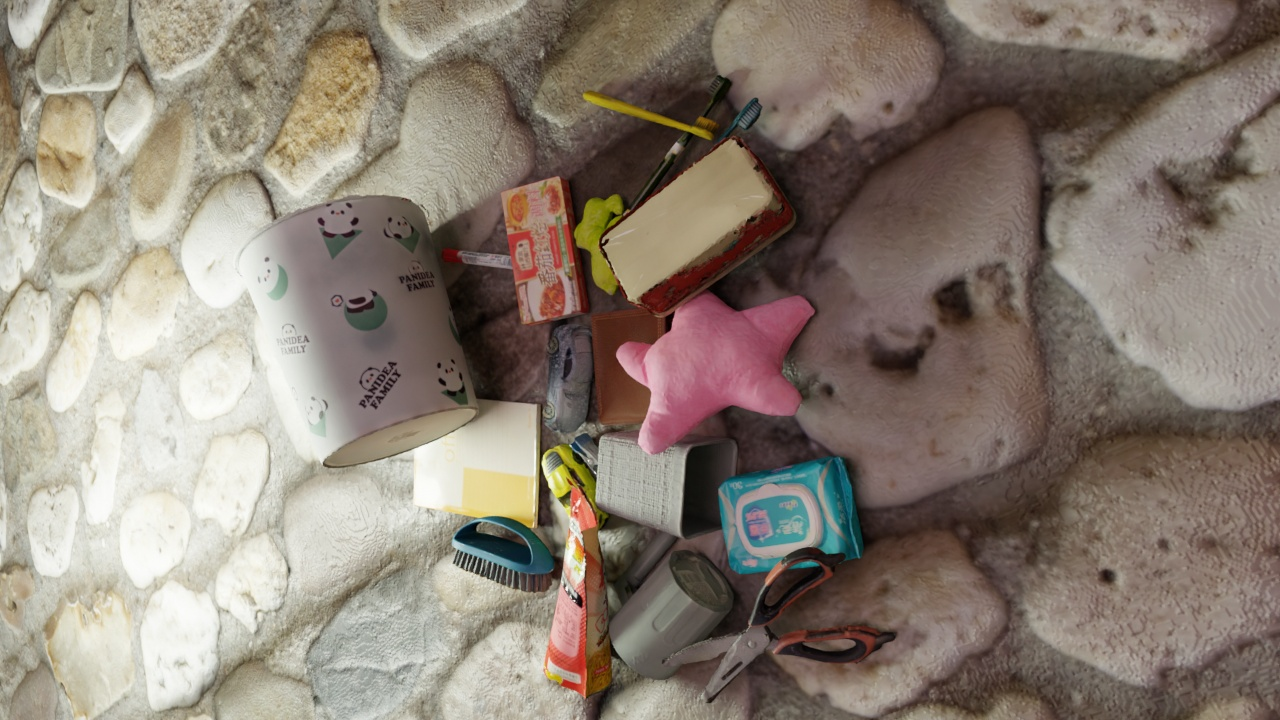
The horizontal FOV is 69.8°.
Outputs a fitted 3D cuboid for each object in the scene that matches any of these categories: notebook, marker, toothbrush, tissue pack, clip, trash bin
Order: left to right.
[{"bbox_3d":[-0.315,-0.025,1.056,0.230,0.229,0.251,-28,78,32],"label":"trash bin"},{"bbox_3d":[-0.201,0.117,1.109,0.207,0.010,0.146,3,93,35],"label":"notebook"},{"bbox_3d":[-0.179,-0.118,1.082,0.145,0.017,0.017,10,97,34],"label":"marker"},{"bbox_3d":[-0.051,0.104,0.995,0.058,0.025,0.036,50,124,17],"label":"clip"},{"bbox_3d":[0.007,-0.253,0.930,0.190,0.015,0.016,29,91,40],"label":"toothbrush"},{"bbox_3d":[0.029,-0.205,0.918,0.186,0.012,0.017,-53,56,15],"label":"toothbrush"},{"bbox_3d":[0.052,-0.174,0.886,0.018,0.016,0.192,48,111,16],"label":"toothbrush"},{"bbox_3d":[0.139,0.143,0.846,0.134,0.050,0.093,-17,81,34],"label":"tissue pack"}]

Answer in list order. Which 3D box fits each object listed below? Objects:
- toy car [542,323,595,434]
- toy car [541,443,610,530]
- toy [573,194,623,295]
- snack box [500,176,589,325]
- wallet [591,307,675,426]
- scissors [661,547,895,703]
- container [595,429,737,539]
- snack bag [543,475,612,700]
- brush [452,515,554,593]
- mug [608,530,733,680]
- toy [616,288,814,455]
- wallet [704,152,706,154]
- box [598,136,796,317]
[{"bbox_3d":[-0.074,0.020,0.990,0.037,0.054,0.120,12,99,36],"label":"toy car"},{"bbox_3d":[-0.074,0.142,1.008,0.048,0.032,0.105,-42,70,28],"label":"toy car"},{"bbox_3d":[-0.032,-0.125,0.969,0.100,0.031,0.097,34,108,30],"label":"toy"},{"bbox_3d":[-0.106,-0.120,1.013,0.075,0.025,0.153,-11,85,19],"label":"snack box"},{"bbox_3d":[-0.006,0.006,0.957,0.101,0.032,0.124,-5,88,38],"label":"wallet"},{"bbox_3d":[0.121,0.248,0.837,0.226,0.015,0.189,0,117,11],"label":"scissors"},{"bbox_3d":[0.022,0.116,0.906,0.114,0.090,0.090,7,95,38],"label":"container"},{"bbox_3d":[-0.062,0.236,0.950,0.128,0.073,0.208,-120,31,-68],"label":"snack bag"},{"bbox_3d":[-0.159,0.217,1.055,0.144,0.055,0.073,11,99,35],"label":"brush"},{"bbox_3d":[0.024,0.238,0.921,0.104,0.083,0.124,-53,39,23],"label":"mug"},{"bbox_3d":[0.072,-0.009,0.865,0.195,0.074,0.178,-20,55,13],"label":"toy"},{"bbox_3d":[0.052,-0.139,0.910,0.115,0.033,0.090,-39,69,26],"label":"wallet"},{"bbox_3d":[0.048,-0.120,0.840,0.169,0.078,0.091,-35,67,19],"label":"box"}]
